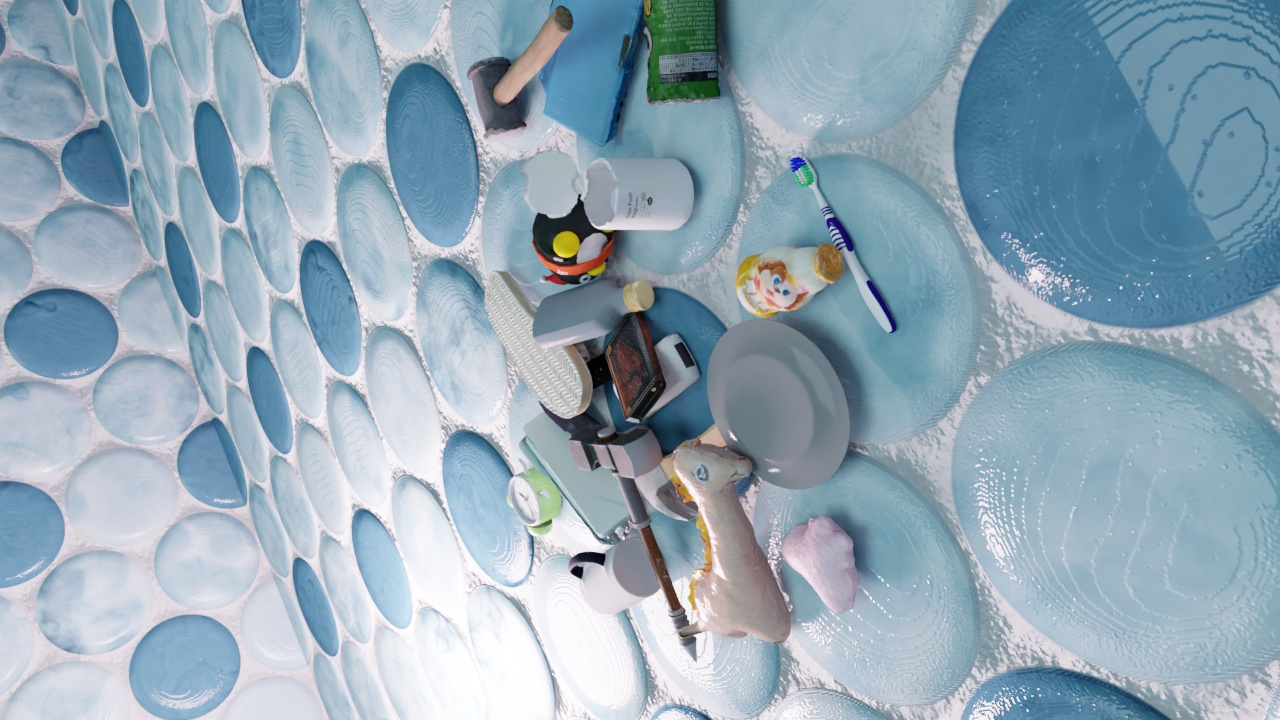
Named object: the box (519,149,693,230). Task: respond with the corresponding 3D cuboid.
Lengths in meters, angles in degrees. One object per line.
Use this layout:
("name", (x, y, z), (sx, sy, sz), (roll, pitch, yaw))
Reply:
("box", (-0.036, -0.178, 0.966), (0.118, 0.159, 0.085), (40, 128, 48))

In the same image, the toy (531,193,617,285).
("toy", (-0.078, -0.137, 1.086), (0.100, 0.097, 0.119), (42, 156, 32))

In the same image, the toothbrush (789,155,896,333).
("toothbrush", (0.184, -0.107, 0.837), (0.015, 0.016, 0.186), (-38, 75, 50))

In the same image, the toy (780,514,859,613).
("toy", (0.185, 0.197, 0.933), (0.102, 0.050, 0.093), (44, 137, 35))

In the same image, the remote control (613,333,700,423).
("remote control", (0.016, 0.023, 1.086), (0.139, 0.025, 0.060), (-41, 73, 47))

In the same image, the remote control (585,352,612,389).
("remote control", (-0.066, 0.020, 1.193), (0.150, 0.013, 0.034), (-27, 84, 52))

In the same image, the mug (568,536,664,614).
("mug", (-0.039, 0.276, 1.193), (0.097, 0.112, 0.078), (-43, 31, 49))

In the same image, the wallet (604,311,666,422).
("wallet", (-0.006, 0.006, 1.063), (0.072, 0.019, 0.123), (-56, 35, 32))

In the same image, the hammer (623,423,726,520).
("hammer", (0.091, 0.081, 1.012), (0.329, 0.039, 0.131), (-41, 74, 49))

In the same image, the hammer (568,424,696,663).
("hammer", (0.015, 0.230, 1.117), (0.156, 0.043, 0.322), (-1, 112, 57))

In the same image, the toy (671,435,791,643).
("toy", (0.076, 0.210, 1.025), (0.197, 0.065, 0.264), (-15, 109, 35))

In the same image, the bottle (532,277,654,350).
("bottle", (-0.056, -0.061, 1.093), (0.162, 0.072, 0.046), (-14, 137, 38))

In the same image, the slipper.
("slipper", (-0.131, -0.030, 1.223), (0.263, 0.052, 0.115), (48, 134, 35))

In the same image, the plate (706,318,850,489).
("plate", (0.130, 0.046, 0.914), (0.178, 0.012, 0.179), (23, 122, 41))

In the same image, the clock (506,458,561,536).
("clock", (-0.158, 0.206, 1.357), (0.094, 0.042, 0.120), (50, 137, 26))

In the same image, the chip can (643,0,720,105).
("chip can", (0.036, -0.359, 0.867), (0.075, 0.075, 0.223), (16, 116, 46))

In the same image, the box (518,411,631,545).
("box", (-0.082, 0.164, 1.247), (0.199, 0.085, 0.096), (51, 170, 29))

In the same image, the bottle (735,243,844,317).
("bottle", (0.140, -0.079, 0.862), (0.109, 0.063, 0.063), (-17, 92, 54))

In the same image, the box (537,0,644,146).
("box", (-0.065, -0.372, 0.996), (0.173, 0.066, 0.232), (46, 136, 30))

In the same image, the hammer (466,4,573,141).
("hammer", (-0.133, -0.326, 1.034), (0.329, 0.052, 0.098), (2, 107, 68))

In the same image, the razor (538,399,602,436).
("razor", (-0.084, 0.088, 1.210), (0.143, 0.047, 0.052), (36, 104, 29))
